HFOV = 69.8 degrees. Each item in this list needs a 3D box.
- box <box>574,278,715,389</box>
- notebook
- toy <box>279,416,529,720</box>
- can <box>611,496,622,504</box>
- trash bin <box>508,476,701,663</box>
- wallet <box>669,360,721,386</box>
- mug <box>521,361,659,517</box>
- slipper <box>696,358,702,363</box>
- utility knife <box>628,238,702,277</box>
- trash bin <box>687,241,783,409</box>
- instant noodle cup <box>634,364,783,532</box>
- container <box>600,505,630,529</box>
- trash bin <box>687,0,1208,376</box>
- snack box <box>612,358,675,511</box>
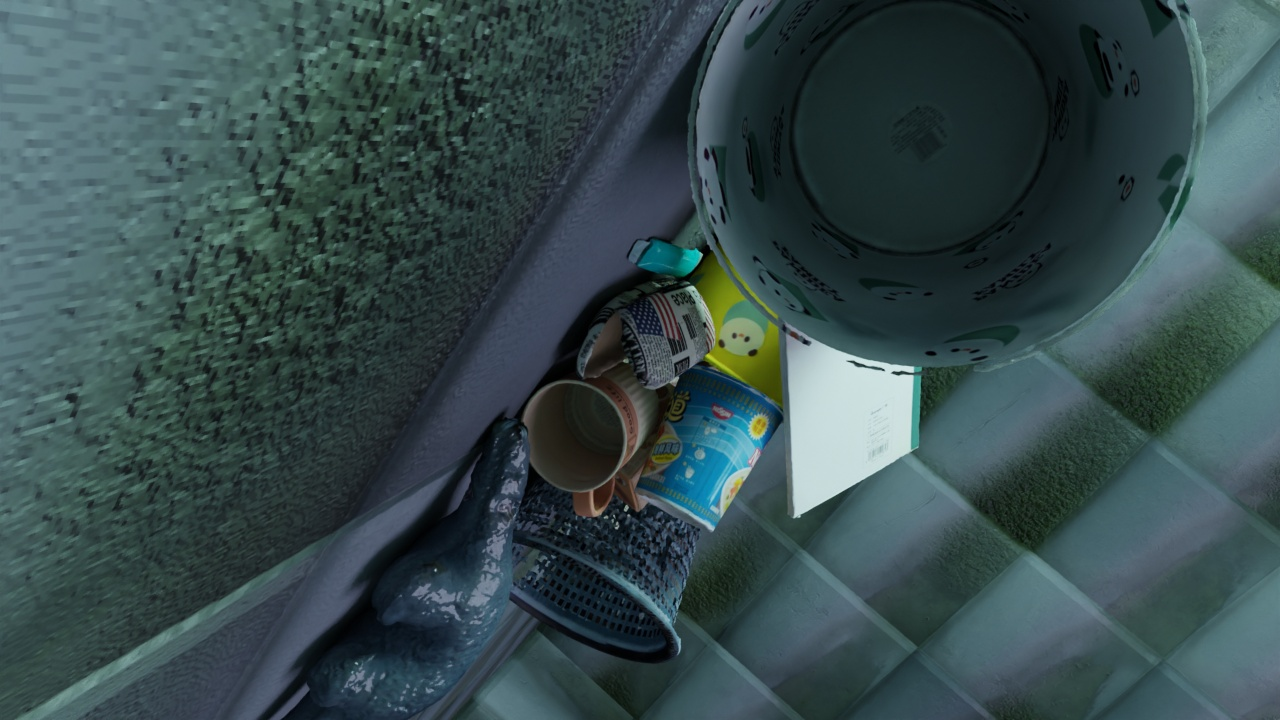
[{"bbox_3d":[0.017,-0.021,0.687,0.162,0.086,0.076,-27,138,-65],"label":"box"},{"bbox_3d":[0.173,0.013,0.734,0.150,0.012,0.209,-23,122,-26],"label":"notebook"},{"bbox_3d":[-0.170,0.193,0.687,0.356,0.091,0.137,-52,144,9],"label":"toy"},{"bbox_3d":[-0.036,0.126,1.099,0.075,0.075,0.111,-44,170,-35],"label":"can"},{"bbox_3d":[-0.027,0.161,0.927,0.194,0.226,0.227,-60,179,-32],"label":"trash bin"},{"bbox_3d":[0.049,0.041,1.212,0.101,0.032,0.125,-17,160,-15],"label":"wallet"},{"bbox_3d":[-0.035,0.061,0.716,0.105,0.082,0.114,-32,122,-71],"label":"mug"},{"bbox_3d":[0.140,-0.043,1.268,0.268,0.083,0.110,-50,174,13],"label":"slipper"},{"bbox_3d":[0.020,-0.078,0.692,0.029,0.013,0.174,-54,168,11],"label":"utility knife"},{"bbox_3d":[0.176,-0.080,0.837,0.255,0.229,0.229,-56,171,6],"label":"trash bin"},{"bbox_3d":[0.049,0.073,0.732,0.109,0.099,0.099,-62,174,-11],"label":"instant noodle cup"},{"bbox_3d":[-0.014,0.150,1.230,0.111,0.090,0.089,-45,173,15],"label":"container"},{"bbox_3d":[0.165,-0.134,0.541,0.230,0.229,0.251,-53,178,21],"label":"trash bin"},{"bbox_3d":[-0.011,0.062,0.821,0.092,0.094,0.077,-47,156,-18],"label":"snack box"}]
